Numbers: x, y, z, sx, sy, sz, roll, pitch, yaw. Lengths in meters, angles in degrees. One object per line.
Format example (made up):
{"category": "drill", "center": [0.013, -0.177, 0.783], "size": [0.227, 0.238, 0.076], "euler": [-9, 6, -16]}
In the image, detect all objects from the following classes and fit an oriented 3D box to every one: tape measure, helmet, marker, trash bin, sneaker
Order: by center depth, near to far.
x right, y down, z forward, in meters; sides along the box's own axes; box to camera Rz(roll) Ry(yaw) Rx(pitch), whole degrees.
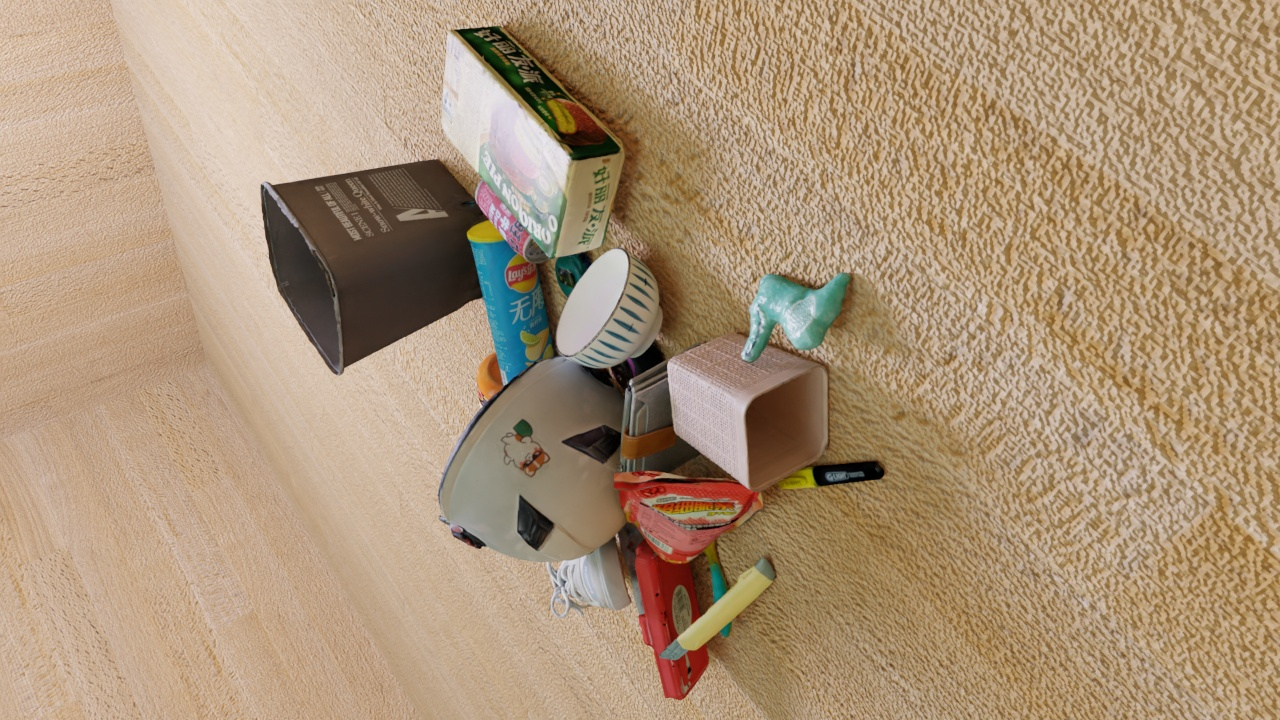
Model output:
{"category": "marker", "center": [0.157, 0.097, 0.773], "size": [0.124, 0.015, 0.018], "euler": [-19, 99, 58]}
{"category": "tape measure", "center": [-0.006, 0.005, 0.929], "size": [0.057, 0.039, 0.058], "euler": [26, 132, 46]}
{"category": "helmet", "center": [-0.079, 0.119, 0.948], "size": [0.157, 0.230, 0.274], "euler": [36, 173, 10]}
{"category": "tape measure", "center": [-0.069, -0.088, 0.973], "size": [0.055, 0.025, 0.058], "euler": [12, 121, 52]}
{"category": "sneaker", "center": [-0.067, 0.250, 1.073], "size": [0.242, 0.090, 0.089], "euler": [121, 135, -77]}
{"category": "trash bin", "center": [-0.320, -0.132, 1.133], "size": [0.199, 0.219, 0.199], "euler": [49, 147, 25]}

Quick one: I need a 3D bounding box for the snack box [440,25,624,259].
{"category": "snack box", "center": [-0.112, -0.215, 0.885], "size": [0.240, 0.063, 0.115], "euler": [49, 141, 31]}

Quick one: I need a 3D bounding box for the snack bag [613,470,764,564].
{"category": "snack bag", "center": [0.040, 0.137, 0.847], "size": [0.208, 0.128, 0.073], "euler": [90, -173, -70]}

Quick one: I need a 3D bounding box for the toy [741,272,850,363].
{"category": "toy", "center": [0.114, -0.035, 0.713], "size": [0.092, 0.030, 0.096], "euler": [37, 105, 53]}

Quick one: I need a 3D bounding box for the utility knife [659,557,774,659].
{"category": "utility knife", "center": [0.078, 0.262, 0.941], "size": [0.031, 0.019, 0.183], "euler": [37, 114, -5]}

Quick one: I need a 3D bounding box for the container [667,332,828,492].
{"category": "container", "center": [0.086, 0.037, 0.769], "size": [0.111, 0.090, 0.090], "euler": [29, 135, 48]}

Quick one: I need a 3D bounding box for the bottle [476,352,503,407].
{"category": "bottle", "center": [-0.188, 0.039, 1.216], "size": [0.066, 0.066, 0.150], "euler": [58, 155, 11]}

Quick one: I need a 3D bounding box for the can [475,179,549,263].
{"category": "can", "center": [-0.122, -0.154, 0.963], "size": [0.094, 0.066, 0.067], "euler": [51, 147, 22]}

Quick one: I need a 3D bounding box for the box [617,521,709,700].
{"category": "box", "center": [0.011, 0.273, 1.032], "size": [0.100, 0.094, 0.201], "euler": [4, 117, 34]}

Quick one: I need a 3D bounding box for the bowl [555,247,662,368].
{"category": "bowl", "center": [-0.022, -0.042, 0.874], "size": [0.066, 0.116, 0.117], "euler": [29, 162, -27]}

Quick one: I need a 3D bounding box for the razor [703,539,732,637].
{"category": "razor", "center": [0.078, 0.233, 0.977], "size": [0.043, 0.028, 0.132], "euler": [-10, 101, 29]}

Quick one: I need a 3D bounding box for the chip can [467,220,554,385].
{"category": "chip can", "center": [-0.143, -0.056, 1.064], "size": [0.071, 0.071, 0.210], "euler": [24, 132, 47]}

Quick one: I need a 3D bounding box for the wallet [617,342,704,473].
{"category": "wallet", "center": [0.025, 0.058, 0.856], "size": [0.037, 0.106, 0.130], "euler": [36, 139, 34]}
